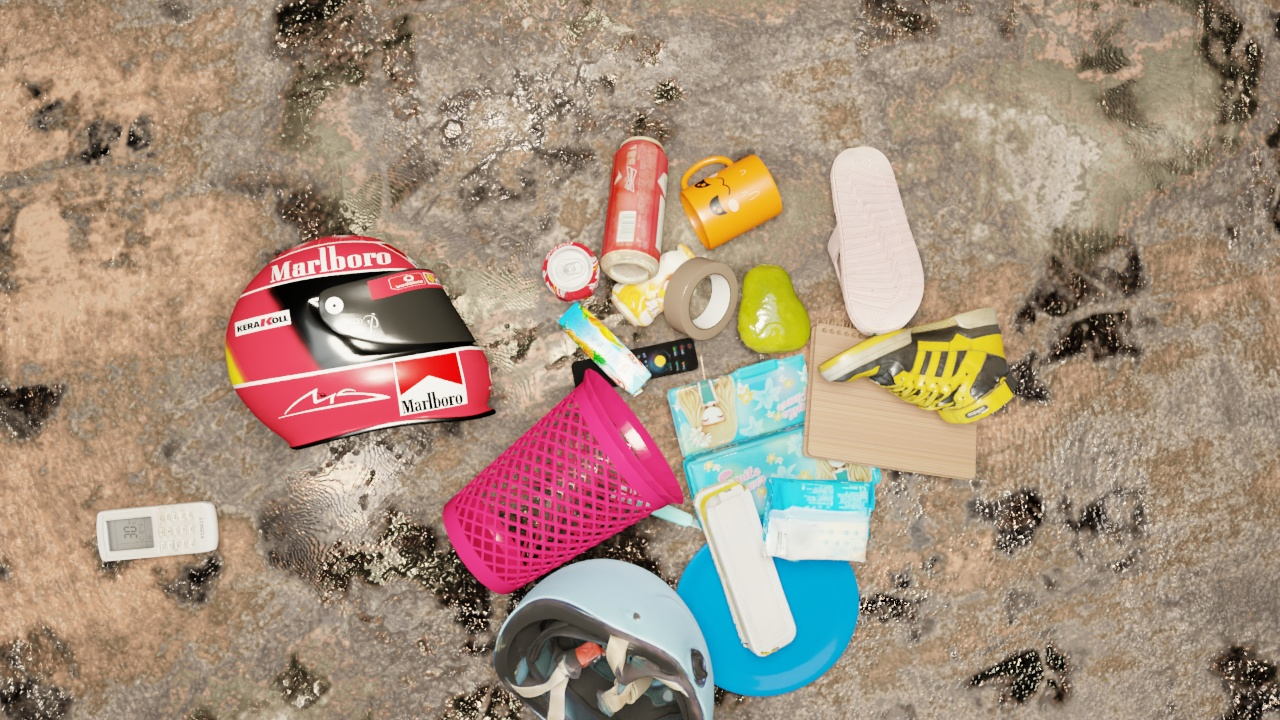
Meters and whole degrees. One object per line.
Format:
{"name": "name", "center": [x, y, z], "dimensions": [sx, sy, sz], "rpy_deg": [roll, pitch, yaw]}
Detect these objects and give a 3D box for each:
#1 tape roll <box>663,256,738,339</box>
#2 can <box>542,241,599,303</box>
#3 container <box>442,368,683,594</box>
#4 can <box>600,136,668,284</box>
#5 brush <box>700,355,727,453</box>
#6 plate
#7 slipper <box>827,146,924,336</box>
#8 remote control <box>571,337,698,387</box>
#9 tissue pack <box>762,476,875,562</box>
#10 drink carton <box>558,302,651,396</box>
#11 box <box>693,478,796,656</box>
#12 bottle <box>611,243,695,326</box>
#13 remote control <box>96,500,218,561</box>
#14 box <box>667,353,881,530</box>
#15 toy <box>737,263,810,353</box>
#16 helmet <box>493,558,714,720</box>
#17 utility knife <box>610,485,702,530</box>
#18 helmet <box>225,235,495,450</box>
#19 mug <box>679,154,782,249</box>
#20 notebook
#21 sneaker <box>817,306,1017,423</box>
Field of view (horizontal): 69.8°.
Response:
{"name": "tape roll", "center": [0.071, -0.073, 1.078], "dimensions": [0.093, 0.030, 0.094], "rpy_deg": [-19, 120, -36]}
{"name": "can", "center": [-0.079, -0.101, 1.063], "dimensions": [0.064, 0.105, 0.064], "rpy_deg": [0, 90, -2]}
{"name": "container", "center": [-0.096, 0.149, 1.040], "dimensions": [0.226, 0.183, 0.183], "rpy_deg": [-36, 91, 6]}
{"name": "can", "center": [-0.005, -0.174, 1.059], "dimensions": [0.067, 0.067, 0.170], "rpy_deg": [6, 66, -2]}
{"name": "brush", "center": [0.085, 0.062, 1.113], "dimensions": [0.048, 0.017, 0.126], "rpy_deg": [-10, 91, -2]}
{"name": "plate", "center": [0.150, 0.294, 1.104], "dimensions": [0.224, 0.024, 0.224], "rpy_deg": [-1, 99, -5]}
{"name": "slipper", "center": [0.275, -0.138, 1.098], "dimensions": [0.094, 0.064, 0.239], "rpy_deg": [-4, 73, -3]}
{"name": "remote control", "center": [-0.007, 0.006, 1.109], "dimensions": [0.152, 0.020, 0.041], "rpy_deg": [-12, 88, -3]}
{"name": "tissue pack", "center": [0.202, 0.181, 1.045], "dimensions": [0.144, 0.062, 0.093], "rpy_deg": [5, 85, -22]}
{"name": "drink carton", "center": [-0.040, -0.012, 1.077], "dimensions": [0.129, 0.044, 0.038], "rpy_deg": [44, 86, 4]}
{"name": "box", "center": [0.121, 0.239, 1.066], "dimensions": [0.065, 0.045, 0.210], "rpy_deg": [-22, 101, -14]}
{"name": "bottle", "center": [0.019, -0.091, 1.089], "dimensions": [0.109, 0.063, 0.063], "rpy_deg": [-41, 91, -2]}
{"name": "remote control", "center": [-0.571, 0.201, 1.087], "dimensions": [0.138, 0.025, 0.060], "rpy_deg": [-5, 90, -2]}
{"name": "box", "center": [0.159, 0.090, 1.093], "dimensions": [0.226, 0.039, 0.182], "rpy_deg": [-16, 98, -6]}
{"name": "toy", "center": [0.159, -0.063, 1.099], "dimensions": [0.090, 0.051, 0.110], "rpy_deg": [-4, 88, -4]}
{"name": "helmet", "center": [-0.020, 0.334, 1.026], "dimensions": [0.226, 0.166, 0.265], "rpy_deg": [-26, 104, 34]}
{"name": "utility knife", "center": [0.022, 0.181, 1.113], "dimensions": [0.120, 0.015, 0.022], "rpy_deg": [22, 98, -3]}
{"name": "helmet", "center": [-0.312, -0.026, 1.011], "dimensions": [0.270, 0.198, 0.224], "rpy_deg": [-11, 91, -10]}
{"name": "mug", "center": [0.099, -0.200, 1.091], "dimensions": [0.096, 0.078, 0.112], "rpy_deg": [-28, 60, -2]}
{"name": "notebook", "center": [0.300, 0.044, 1.088], "dimensions": [0.210, 0.022, 0.169], "rpy_deg": [9, 77, -10]}
{"name": "sneaker", "center": [0.320, 0.023, 1.038], "dimensions": [0.238, 0.086, 0.122], "rpy_deg": [-15, 79, -18]}
